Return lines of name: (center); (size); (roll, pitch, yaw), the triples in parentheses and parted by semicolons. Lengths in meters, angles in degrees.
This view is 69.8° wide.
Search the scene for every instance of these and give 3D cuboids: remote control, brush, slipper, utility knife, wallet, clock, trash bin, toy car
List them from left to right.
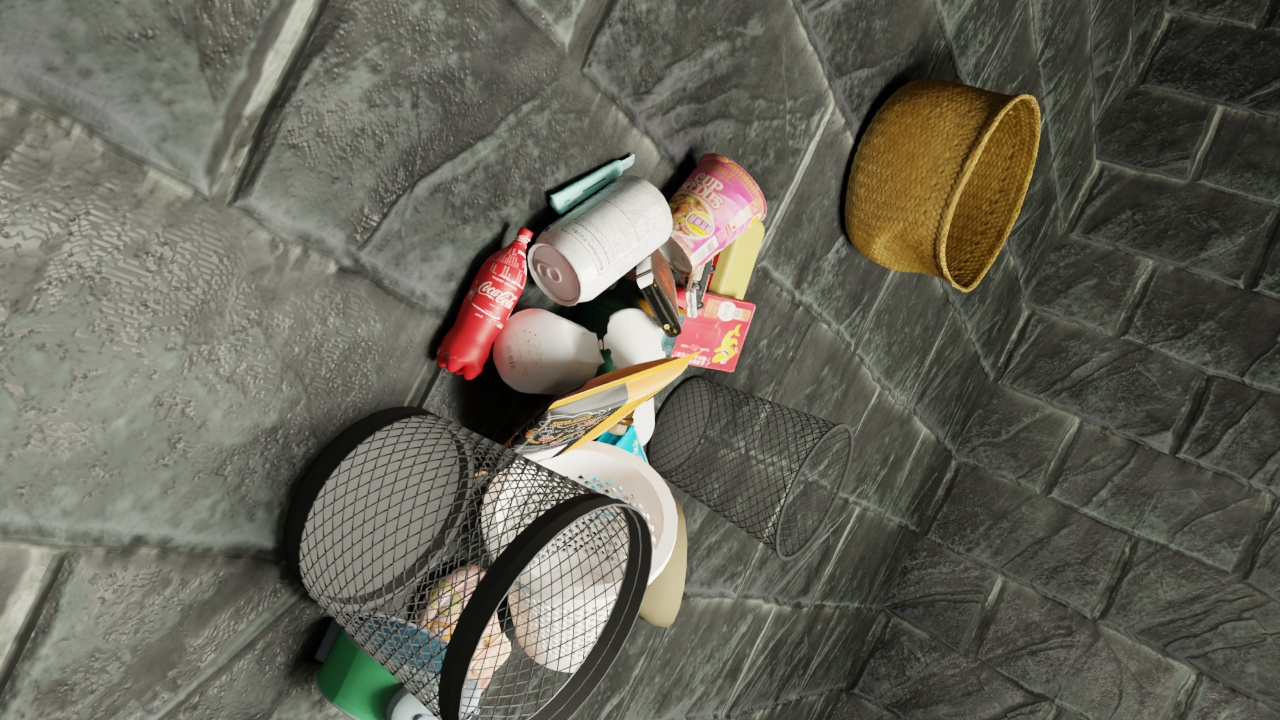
clock: (-0.209, 0.292, 0.819); (0.122, 0.162, 0.075); (31, 84, -60)
trash bin: (-0.146, 0.168, 0.761); (0.217, 0.227, 0.218); (-36, 139, -40)
slipper: (-0.172, 0.299, 0.963); (0.093, 0.081, 0.198); (-39, 143, -39)
trash bin: (-0.069, 0.225, 0.984); (0.194, 0.195, 0.200); (-39, 150, -37)
utility knife: (-0.045, -0.173, 0.886); (0.125, 0.015, 0.022); (-41, 137, -40)
remote control: (-0.002, 0.051, 1.111); (0.043, 0.013, 0.137); (-40, 141, -36)
wallet: (0.019, -0.079, 0.940); (0.123, 0.019, 0.072); (-92, 156, -63)
toy car: (0.061, -0.099, 1.044); (0.112, 0.039, 0.039); (-70, 160, -43)
brush: (0.105, -0.112, 1.131); (0.082, 0.042, 0.173); (-3, 114, -56)
trash bin: (0.134, 0.125, 1.179); (0.183, 0.210, 0.184); (-36, 139, -40)

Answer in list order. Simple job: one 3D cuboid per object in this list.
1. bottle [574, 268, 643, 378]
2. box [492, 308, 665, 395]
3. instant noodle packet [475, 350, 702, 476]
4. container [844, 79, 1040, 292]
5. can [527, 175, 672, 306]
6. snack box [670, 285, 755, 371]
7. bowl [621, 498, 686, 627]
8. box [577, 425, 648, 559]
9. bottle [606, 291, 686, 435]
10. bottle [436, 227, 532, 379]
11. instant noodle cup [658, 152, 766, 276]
bottle: (-0.032, -0.034, 0.956); (0.061, 0.061, 0.131); (22, 93, -57)
box: (-0.052, -0.011, 0.868); (0.140, 0.142, 0.083); (20, 52, -76)
instant noodle packet: (-0.055, 0.053, 0.870); (0.159, 0.032, 0.221); (-19, 168, -33)
container: (0.453, -0.277, 1.400); (0.306, 0.197, 0.308); (-35, 139, -38)
can: (-0.037, -0.115, 0.874); (0.135, 0.078, 0.078); (-41, 142, -34)
snack box: (0.067, -0.038, 1.088); (0.132, 0.021, 0.089); (9, 106, -30)
bowl: (0.010, 0.239, 1.095); (0.050, 0.152, 0.152); (7, 112, -12)
box: (-0.019, 0.172, 1.143); (0.094, 0.041, 0.227); (-50, 146, -25)
bottle: (-0.006, 0.006, 1.019); (0.067, 0.068, 0.157); (5, 107, -58)
bottle: (-0.132, -0.052, 0.808); (0.141, 0.042, 0.042); (-63, 149, -3)
instant noodle cup: (0.066, -0.154, 1.000); (0.108, 0.098, 0.098); (-46, 145, -16)
